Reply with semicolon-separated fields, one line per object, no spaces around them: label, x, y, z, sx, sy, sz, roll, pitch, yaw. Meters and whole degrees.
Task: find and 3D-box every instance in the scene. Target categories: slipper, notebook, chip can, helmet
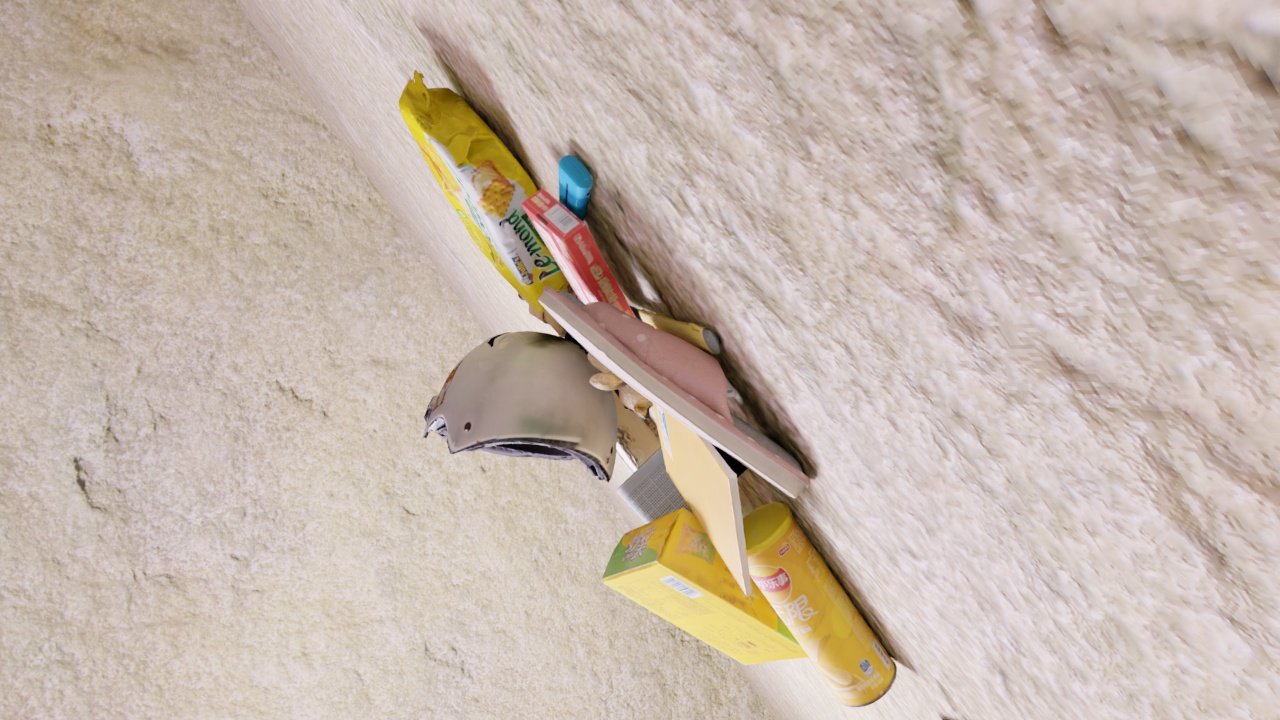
slipper;0.032;0.015;0.762;0.274;0.054;0.114;37;175;6
notebook;0.053;0.109;0.883;0.206;0.010;0.146;-126;21;-56
chip can;0.172;0.242;0.910;0.213;0.072;0.072;54;170;-13
helmet;-0.132;0.045;1.093;0.230;0.156;0.274;13;175;-15

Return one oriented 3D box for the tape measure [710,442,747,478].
tape measure;0.072;0.083;0.915;0.066;0.033;0.066;36;159;52

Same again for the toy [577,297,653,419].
toy;-0.024;-0.013;0.961;0.157;0.066;0.105;62;-160;-24

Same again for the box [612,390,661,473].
box;-0.034;0.076;1.286;0.184;0.062;0.090;54;169;3

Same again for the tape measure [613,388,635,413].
tape measure;-0.011;0.034;1.092;0.058;0.039;0.057;51;170;6

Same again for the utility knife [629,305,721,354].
utility knife;0.018;-0.031;0.804;0.031;0.022;0.216;59;162;-21

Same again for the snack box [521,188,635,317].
snack box;-0.050;-0.081;0.825;0.075;0.025;0.153;45;170;41

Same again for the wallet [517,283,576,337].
wallet;-0.117;-0.086;1.109;0.115;0.024;0.087;42;135;40

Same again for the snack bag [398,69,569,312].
snack bag;-0.154;-0.172;0.949;0.158;0.068;0.247;45;167;39

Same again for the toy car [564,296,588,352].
toy car;-0.074;-0.024;1.166;0.071;0.041;0.156;41;159;48

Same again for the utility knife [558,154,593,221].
utility knife;-0.061;-0.134;0.813;0.034;0.018;0.219;52;171;1

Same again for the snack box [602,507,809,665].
snack box;0.083;0.255;1.013;0.210;0.069;0.158;32;150;-11

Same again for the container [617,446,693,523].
container;0.048;0.174;1.121;0.111;0.090;0.090;48;-173;24

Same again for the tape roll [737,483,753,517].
tape roll;0.098;0.146;1.063;0.086;0.014;0.086;50;169;13

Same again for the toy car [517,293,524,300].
toy car;-0.172;-0.121;1.287;0.091;0.036;0.043;51;171;6
